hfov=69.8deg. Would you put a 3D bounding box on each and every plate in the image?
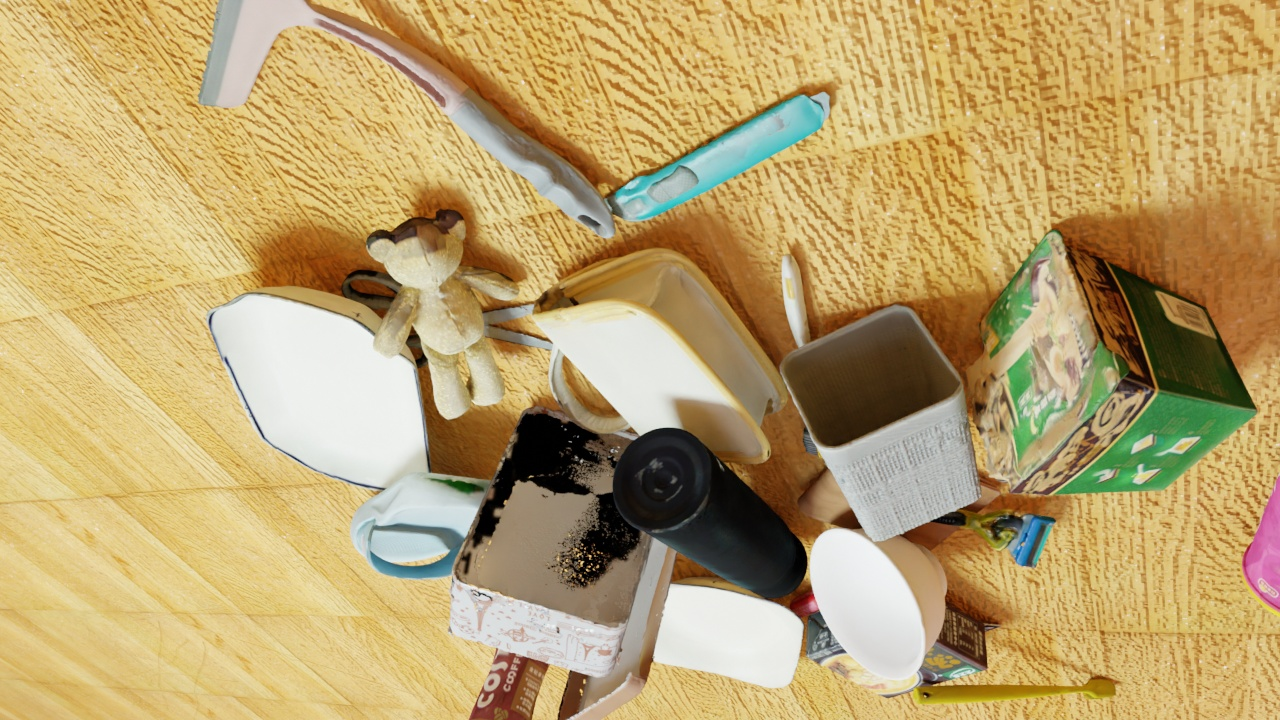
[{"bbox_3d":[0.072,0.252,0.879,0.164,0.034,0.164,9,137,10],"label":"plate"},{"bbox_3d":[-0.243,0.025,0.735,0.162,0.034,0.266,14,144,3],"label":"plate"}]

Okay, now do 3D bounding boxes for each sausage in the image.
[{"bbox_3d":[0.180,0.195,0.793,0.020,0.020,0.156,34,136,-16],"label":"sausage"}]

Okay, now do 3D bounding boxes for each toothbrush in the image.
[{"bbox_3d":[0.109,0.003,0.621,0.018,0.016,0.191,6,138,26],"label":"toothbrush"},{"bbox_3d":[0.326,0.290,0.800,0.190,0.015,0.017,2,147,-11],"label":"toothbrush"}]

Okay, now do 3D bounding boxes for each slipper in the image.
[{"bbox_3d":[-0.190,0.155,0.810,0.104,0.074,0.246,11,155,-24],"label":"slipper"}]

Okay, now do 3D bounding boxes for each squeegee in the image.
[{"bbox_3d":[-0.113,-0.147,0.525,0.249,0.040,0.248,31,152,-21],"label":"squeegee"}]

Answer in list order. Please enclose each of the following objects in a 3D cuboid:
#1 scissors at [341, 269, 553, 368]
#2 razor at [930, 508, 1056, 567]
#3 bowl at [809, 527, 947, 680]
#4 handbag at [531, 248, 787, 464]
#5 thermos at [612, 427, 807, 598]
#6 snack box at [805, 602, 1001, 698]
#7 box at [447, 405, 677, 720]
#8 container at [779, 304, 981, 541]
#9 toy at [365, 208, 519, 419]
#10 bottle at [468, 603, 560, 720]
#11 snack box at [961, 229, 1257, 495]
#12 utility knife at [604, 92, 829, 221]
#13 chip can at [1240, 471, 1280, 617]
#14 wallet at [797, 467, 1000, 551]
[{"bbox_3d":[-0.141,-0.026,0.680,0.175,0.014,0.160,33,136,-17],"label":"scissors"},{"bbox_3d":[0.224,0.115,0.671,0.143,0.022,0.043,12,110,3],"label":"razor"},{"bbox_3d":[0.192,0.173,0.697,0.064,0.118,0.119,-18,146,-27],"label":"bowl"},{"bbox_3d":[-0.004,0.004,0.637,0.179,0.063,0.163,-9,133,44],"label":"handbag"},{"bbox_3d":[0.053,0.117,0.671,0.090,0.068,0.242,29,171,33],"label":"thermos"},{"bbox_3d":[0.228,0.244,0.795,0.125,0.053,0.114,31,136,-19],"label":"snack box"},{"bbox_3d":[-0.053,0.173,0.738,0.156,0.182,0.193,17,135,2],"label":"box"},{"bbox_3d":[0.156,0.045,0.580,0.090,0.090,0.114,-25,130,8],"label":"container"},{"bbox_3d":[-0.134,-0.028,0.632,0.105,0.066,0.157,-21,125,-14],"label":"toy"},{"bbox_3d":[-0.118,0.297,0.890,0.057,0.174,0.058,10,137,9],"label":"bottle"},{"bbox_3d":[0.262,0.011,0.514,0.105,0.118,0.118,9,139,-8],"label":"snack box"},{"bbox_3d":[0.040,-0.113,0.524,0.157,0.013,0.029,-22,126,36],"label":"utility knife"},{"bbox_3d":[0.418,0.072,0.541,0.071,0.071,0.211,1,134,19],"label":"chip can"},{"bbox_3d":[0.192,0.102,0.693,0.115,0.020,0.101,22,137,-8],"label":"wallet"}]
